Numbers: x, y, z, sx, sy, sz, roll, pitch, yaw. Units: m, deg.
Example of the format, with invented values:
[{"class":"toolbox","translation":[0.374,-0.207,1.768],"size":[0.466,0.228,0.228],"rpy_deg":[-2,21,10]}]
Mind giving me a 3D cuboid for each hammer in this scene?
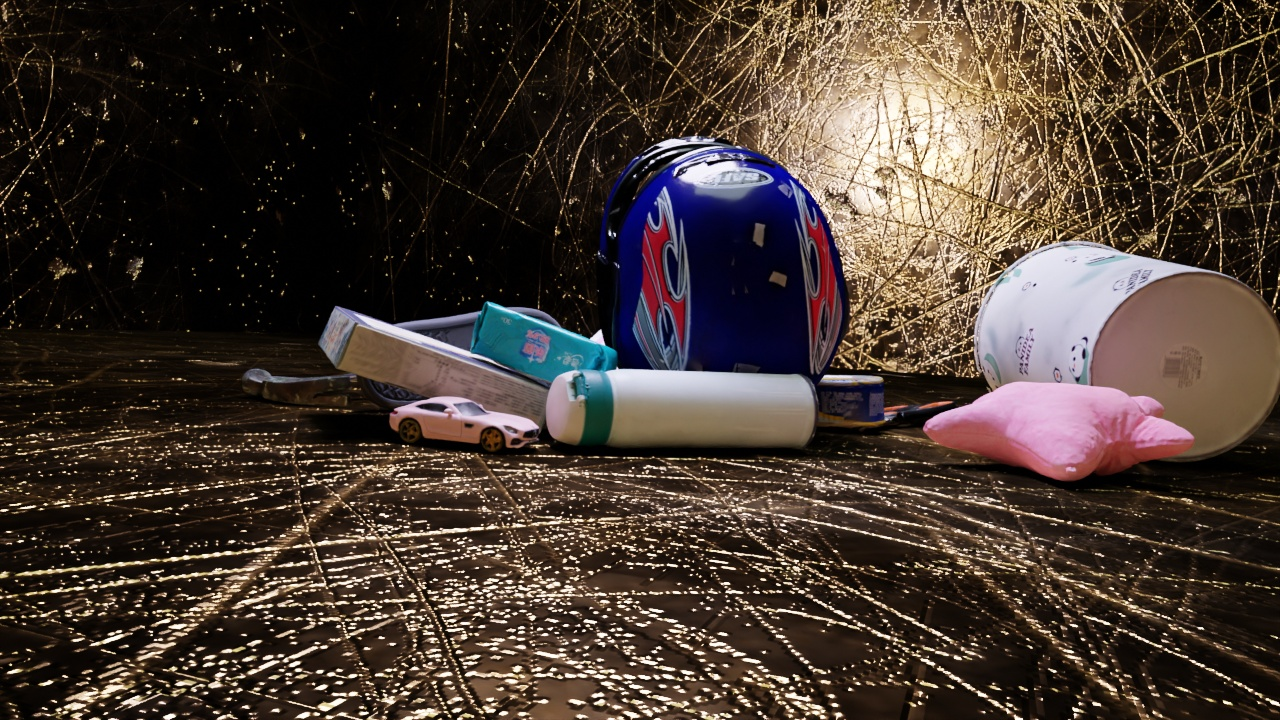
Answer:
[{"class":"hammer","translation":[-0.280,0.013,1.067],"size":[0.126,0.032,0.322],"rpy_deg":[8,11,37]}]

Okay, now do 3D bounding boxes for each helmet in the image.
[{"class":"helmet","translation":[0.078,-0.090,0.910],"size":[0.247,0.315,0.241],"rpy_deg":[-6,-5,-10]}]

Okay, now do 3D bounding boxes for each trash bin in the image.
[{"class":"trash bin","translation":[0.513,-0.010,0.975],"size":[0.229,0.229,0.251],"rpy_deg":[3,8,0]}]

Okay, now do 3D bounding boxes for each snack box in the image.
[{"class":"snack box","translation":[-0.190,0.006,0.835],"size":[0.177,0.046,0.183],"rpy_deg":[20,-2,-24]}]

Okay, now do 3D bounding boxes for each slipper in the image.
[{"class":"slipper","translation":[-0.195,-0.001,1.010],"size":[0.267,0.110,0.083],"rpy_deg":[-4,3,-41]}]

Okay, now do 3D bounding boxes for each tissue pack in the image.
[{"class":"tissue pack","translation":[-0.083,-0.007,0.826],"size":[0.133,0.050,0.093],"rpy_deg":[20,0,7]}]

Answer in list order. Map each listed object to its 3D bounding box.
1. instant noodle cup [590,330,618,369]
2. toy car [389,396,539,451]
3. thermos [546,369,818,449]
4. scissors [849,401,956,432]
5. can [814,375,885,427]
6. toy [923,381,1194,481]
[{"class":"instant noodle cup","translation":[-0.007,0.006,1.107],"size":[0.137,0.060,0.174],"rpy_deg":[-43,26,-27]},{"class":"toy car","translation":[-0.137,0.048,0.719],"size":[0.122,0.037,0.056],"rpy_deg":[5,4,18]},{"class":"thermos","translation":[0.034,0.043,0.768],"size":[0.224,0.073,0.073],"rpy_deg":[2,3,-21]},{"class":"scissors","translation":[0.285,0.072,1.079],"size":[0.234,0.021,0.143],"rpy_deg":[-7,-1,-33]},{"class":"can","translation":[0.194,0.043,1.009],"size":[0.148,0.049,0.074],"rpy_deg":[0,4,33]},{"class":"toy","translation":[0.332,0.058,0.745],"size":[0.195,0.074,0.178],"rpy_deg":[0,11,22]}]
